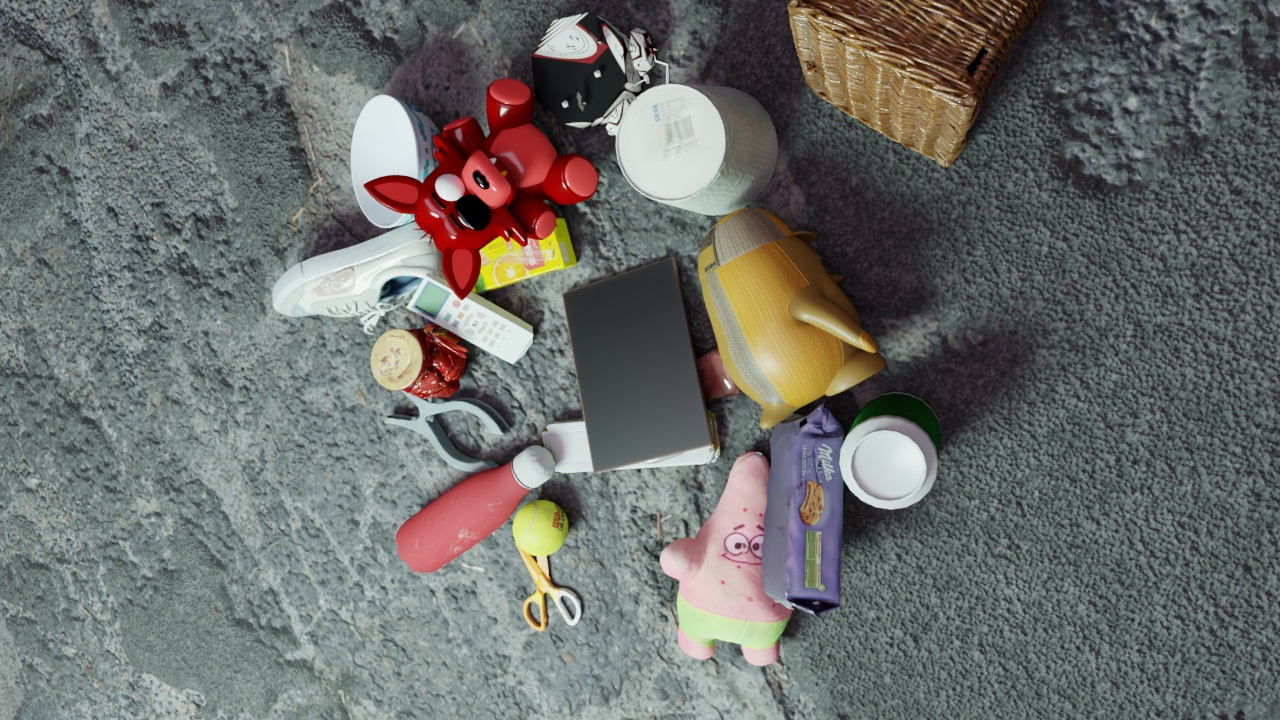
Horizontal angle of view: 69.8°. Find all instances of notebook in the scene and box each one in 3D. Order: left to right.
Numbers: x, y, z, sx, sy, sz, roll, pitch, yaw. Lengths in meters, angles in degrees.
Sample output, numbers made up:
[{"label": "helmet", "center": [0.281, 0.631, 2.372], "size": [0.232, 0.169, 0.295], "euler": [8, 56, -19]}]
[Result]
[{"label": "notebook", "center": [-0.006, 0.006, 1.003], "size": [0.142, 0.008, 0.209], "euler": [-16, 76, 22]}]

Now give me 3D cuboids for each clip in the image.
[{"label": "clip", "center": [-0.231, 0.057, 1.119], "size": [0.167, 0.028, 0.127], "euler": [25, 106, 13]}]

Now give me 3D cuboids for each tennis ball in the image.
[{"label": "tennis ball", "center": [-0.118, 0.197, 1.082], "size": [0.065, 0.065, 0.065], "euler": [4, 101, 19]}]

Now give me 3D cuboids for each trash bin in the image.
[{"label": "trash bin", "center": [0.053, -0.207, 0.894], "size": [0.133, 0.161, 0.133], "euler": [4, 101, 20]}]

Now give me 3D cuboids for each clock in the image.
[{"label": "clock", "center": [-0.042, -0.298, 0.959], "size": [0.155, 0.065, 0.115], "euler": [21, 104, 19]}]

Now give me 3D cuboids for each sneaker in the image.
[{"label": "sneaker", "center": [-0.336, -0.082, 1.094], "size": [0.243, 0.089, 0.090], "euler": [-18, 78, 18]}]

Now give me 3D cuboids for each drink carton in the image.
[{"label": "drink carton", "center": [-0.144, -0.118, 1.046], "size": [0.135, 0.042, 0.058], "euler": [-14, 94, 21]}]

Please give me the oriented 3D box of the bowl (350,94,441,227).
[{"label": "bowl", "center": [-0.259, -0.223, 1.040], "size": [0.144, 0.074, 0.144], "euler": [8, 102, 45]}]

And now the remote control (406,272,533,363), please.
[{"label": "remote control", "center": [-0.191, -0.049, 1.056], "size": [0.143, 0.024, 0.050], "euler": [29, 118, -17]}]

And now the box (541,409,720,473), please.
[{"label": "box", "center": [-0.014, 0.093, 1.044], "size": [0.210, 0.033, 0.064], "euler": [-6, 95, 20]}]

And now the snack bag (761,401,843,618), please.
[{"label": "snack bag", "center": [0.161, 0.149, 0.926], "size": [0.058, 0.096, 0.205], "euler": [4, 80, -10]}]

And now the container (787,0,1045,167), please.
[{"label": "container", "center": [0.250, -0.296, 0.774], "size": [0.162, 0.249, 0.183], "euler": [34, 99, 11]}]

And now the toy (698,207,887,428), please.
[{"label": "toy", "center": [0.138, -0.055, 0.913], "size": [0.203, 0.162, 0.199], "euler": [62, 152, 3]}]

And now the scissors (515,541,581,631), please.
[{"label": "scissors", "center": [-0.110, 0.270, 1.121], "size": [0.097, 0.012, 0.133], "euler": [1, 101, 19]}]

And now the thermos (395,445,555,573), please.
[{"label": "thermos", "center": [-0.193, 0.173, 1.092], "size": [0.240, 0.073, 0.073], "euler": [-36, 87, 26]}]

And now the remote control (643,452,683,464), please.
[{"label": "remote control", "center": [0.007, 0.036, 1.009], "size": [0.074, 0.019, 0.151], "euler": [-21, 76, 21]}]

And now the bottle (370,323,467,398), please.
[{"label": "bottle", "center": [-0.247, -0.002, 1.067], "size": [0.099, 0.111, 0.099], "euler": [-2, 84, 20]}]

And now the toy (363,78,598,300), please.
[{"label": "toy", "center": [-0.161, -0.181, 0.958], "size": [0.196, 0.121, 0.158], "euler": [-42, 97, -22]}]

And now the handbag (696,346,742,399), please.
[{"label": "handbag", "center": [0.052, 0.028, 1.013], "size": [0.120, 0.029, 0.055], "euler": [-22, 87, 27]}]

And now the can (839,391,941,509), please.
[{"label": "can", "center": [0.245, 0.084, 0.889], "size": [0.088, 0.139, 0.088], "euler": [4, 101, 19]}]

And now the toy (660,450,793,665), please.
[{"label": "toy", "center": [0.110, 0.215, 0.989], "size": [0.192, 0.097, 0.236], "euler": [7, 92, -13]}]
